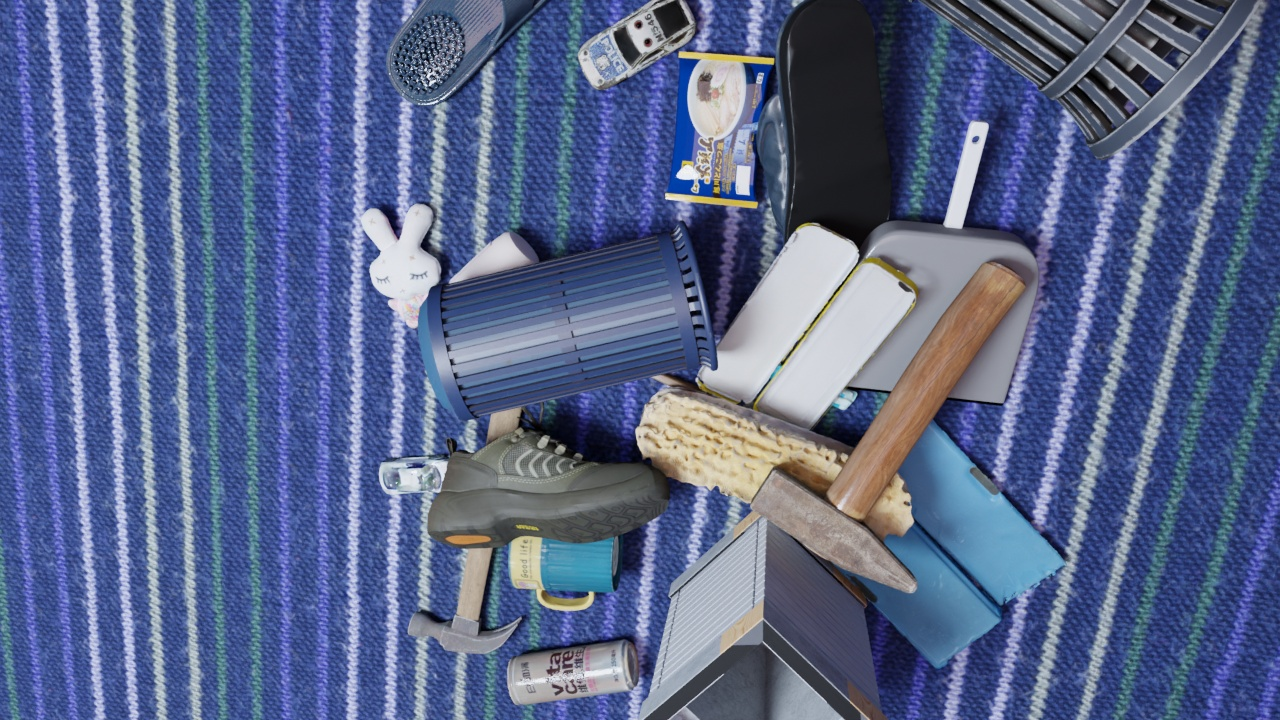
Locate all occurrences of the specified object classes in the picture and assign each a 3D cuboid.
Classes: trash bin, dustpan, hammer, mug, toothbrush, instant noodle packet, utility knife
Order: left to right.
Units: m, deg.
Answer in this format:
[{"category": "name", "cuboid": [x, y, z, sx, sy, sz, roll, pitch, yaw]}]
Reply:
[{"category": "hammer", "cuboid": [-0.166, 0.167, 0.988, 0.119, 0.030, 0.331, 14, 102, 7]}, {"category": "trash bin", "cuboid": [-0.066, -0.031, 0.838, 0.249, 0.139, 0.139, -13, 102, 2]}, {"category": "mug", "cuboid": [-0.074, 0.210, 0.955, 0.107, 0.083, 0.114, 2, 115, 6]}, {"category": "toothbrush", "cuboid": [-0.005, 0.005, 0.924, 0.167, 0.016, 0.016, 24, 106, 3]}, {"category": "instant noodle packet", "cuboid": [0.073, -0.213, 0.852, 0.087, 0.026, 0.134, 8, 105, 10]}, {"category": "trash bin", "cuboid": [0.115, 0.267, 0.849, 0.142, 0.246, 0.143, 44, 106, -3]}, {"category": "utility knife", "cuboid": [0.155, 0.018, 0.902, 0.116, 0.015, 0.022, 24, 116, 4]}, {"category": "hammer", "cuboid": [0.243, 0.048, 0.809, 0.158, 0.037, 0.301, 33, 95, 7]}, {"category": "dustpan", "cuboid": [0.278, -0.085, 0.833, 0.163, 0.033, 0.258, 6, 118, 2]}, {"category": "trash bin", "cuboid": [0.329, -0.295, 0.725, 0.227, 0.164, 0.164, 37, 106, 2]}]

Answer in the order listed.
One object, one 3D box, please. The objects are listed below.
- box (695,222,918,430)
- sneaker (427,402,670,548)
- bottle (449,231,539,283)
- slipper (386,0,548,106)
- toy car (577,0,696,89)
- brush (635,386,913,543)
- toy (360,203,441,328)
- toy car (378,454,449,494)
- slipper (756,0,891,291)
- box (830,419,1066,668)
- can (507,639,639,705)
[{"category": "box", "cuboid": [0.150, -0.021, 0.854, 0.129, 0.034, 0.210, 30, 126, -4]}, {"category": "sneaker", "cuboid": [-0.089, 0.103, 0.903, 0.238, 0.101, 0.142, -7, 61, 9]}, {"category": "bottle", "cuboid": [-0.166, -0.066, 0.912, 0.146, 0.051, 0.051, -40, 95, 16]}, {"category": "slipper", "cuboid": [-0.143, -0.339, 0.826, 0.101, 0.082, 0.264, 42, 107, -5]}, {"category": "toy car", "cuboid": [-0.004, -0.290, 0.837, 0.113, 0.040, 0.048, -27, 97, 15]}, {"category": "brush", "cuboid": [0.125, 0.100, 0.878, 0.271, 0.056, 0.083, 20, 101, 8]}, {"category": "toy", "cuboid": [-0.237, -0.093, 0.925, 0.076, 0.037, 0.125, -5, 102, 6]}, {"category": "toy car", "cuboid": [-0.239, 0.124, 0.984, 0.090, 0.027, 0.039, -5, 101, 10]}, {"category": "slipper", "cuboid": [0.156, -0.191, 0.823, 0.108, 0.083, 0.266, -19, 121, -14]}, {"category": "box", "cuboid": [0.281, 0.174, 0.914, 0.231, 0.033, 0.175, 45, 104, -3]}, {"category": "can", "cuboid": [-0.072, 0.339, 0.997, 0.136, 0.054, 0.054, -11, 102, 11]}]
